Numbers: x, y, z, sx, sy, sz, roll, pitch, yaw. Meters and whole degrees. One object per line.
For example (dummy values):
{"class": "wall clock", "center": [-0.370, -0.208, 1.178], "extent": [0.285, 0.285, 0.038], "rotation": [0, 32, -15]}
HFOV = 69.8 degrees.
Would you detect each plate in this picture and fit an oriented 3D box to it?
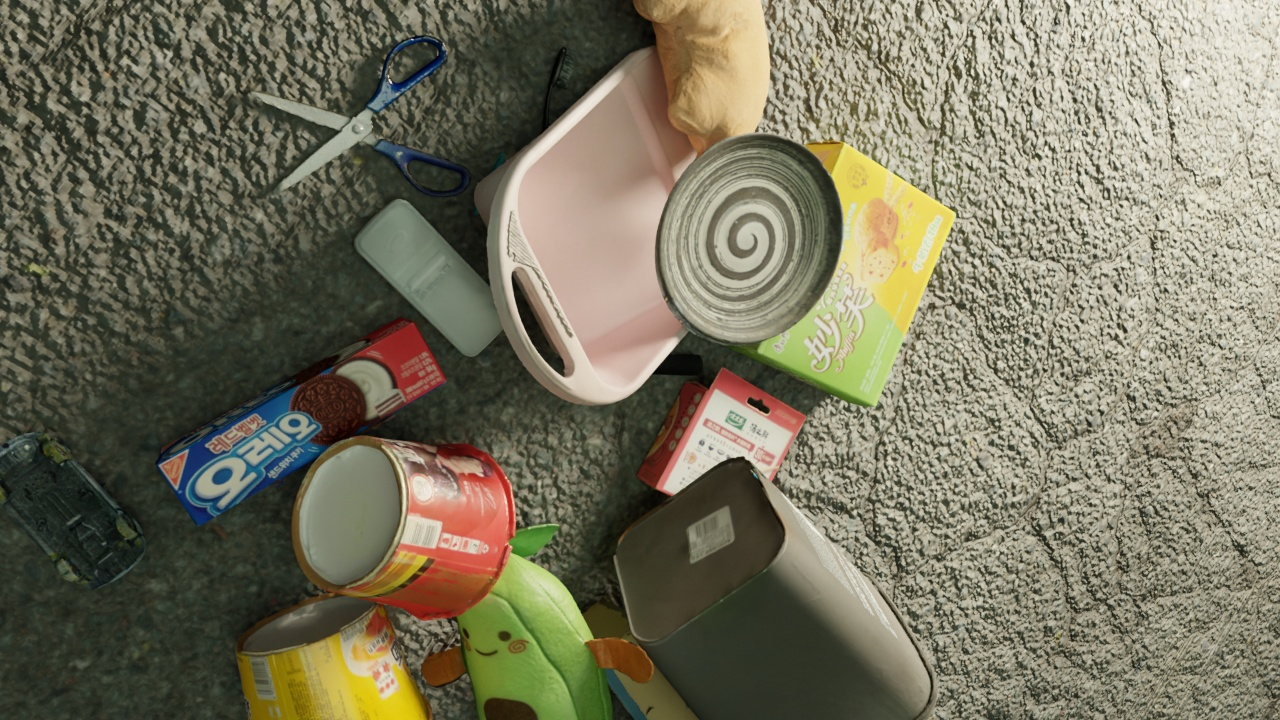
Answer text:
{"class": "plate", "center": [0.089, -0.100, 0.770], "extent": [0.179, 0.024, 0.179], "rotation": [-7, 109, -22]}

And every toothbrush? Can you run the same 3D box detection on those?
{"class": "toothbrush", "center": [-0.082, -0.163, 0.755], "extent": [0.016, 0.014, 0.189], "rotation": [13, 96, -22]}

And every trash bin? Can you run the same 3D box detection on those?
{"class": "trash bin", "center": [0.106, 0.225, 0.804], "extent": [0.199, 0.199, 0.220], "rotation": [-35, 116, 6]}

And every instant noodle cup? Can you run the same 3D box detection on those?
{"class": "instant noodle cup", "center": [-0.239, 0.247, 0.701], "extent": [0.137, 0.138, 0.110], "rotation": [-16, 98, -23]}
{"class": "instant noodle cup", "center": [-0.177, 0.117, 0.677], "extent": [0.108, 0.138, 0.138], "rotation": [31, 85, -58]}

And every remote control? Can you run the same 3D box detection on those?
{"class": "remote control", "center": [-0.163, -0.064, 0.731], "extent": [0.055, 0.020, 0.136], "rotation": [-47, 116, -9]}

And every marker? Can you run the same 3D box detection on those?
{"class": "marker", "center": [-0.005, 0.005, 0.823], "extent": [0.131, 0.020, 0.022], "rotation": [0, 108, -26]}

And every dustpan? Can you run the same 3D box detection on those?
{"class": "dustpan", "center": [-0.010, -0.094, 0.724], "extent": [0.273, 0.139, 0.222], "rotation": [-37, 117, -16]}

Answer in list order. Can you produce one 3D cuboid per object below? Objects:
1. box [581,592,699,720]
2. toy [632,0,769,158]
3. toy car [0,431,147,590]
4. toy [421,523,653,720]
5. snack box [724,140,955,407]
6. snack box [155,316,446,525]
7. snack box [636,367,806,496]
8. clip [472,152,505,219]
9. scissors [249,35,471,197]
{"class": "box", "center": [0.000, 0.295, 0.848], "extent": [0.059, 0.090, 0.184], "rotation": [-38, 112, -14]}
{"class": "toy", "center": [0.060, -0.230, 0.765], "extent": [0.143, 0.083, 0.226], "rotation": [-29, 113, -39]}
{"class": "toy car", "center": [-0.402, 0.104, 0.642], "extent": [0.054, 0.037, 0.120], "rotation": [-39, 104, -13]}
{"class": "toy", "center": [-0.087, 0.257, 0.751], "extent": [0.227, 0.089, 0.247], "rotation": [-12, 108, 22]}
{"class": "snack box", "center": [0.189, -0.079, 0.873], "extent": [0.157, 0.070, 0.210], "rotation": [23, 90, -28]}
{"class": "snack box", "center": [-0.251, 0.042, 0.690], "extent": [0.207, 0.057, 0.058], "rotation": [-32, 109, -17]}
{"class": "snack box", "center": [0.077, 0.080, 0.865], "extent": [0.113, 0.044, 0.127], "rotation": [30, 88, -27]}
{"class": "clip", "center": [-0.117, -0.139, 0.743], "extent": [0.038, 0.013, 0.055], "rotation": [37, 82, -27]}
{"class": "scissors", "center": [-0.200, -0.176, 0.695], "extent": [0.162, 0.012, 0.176], "rotation": [39, 83, -27]}
